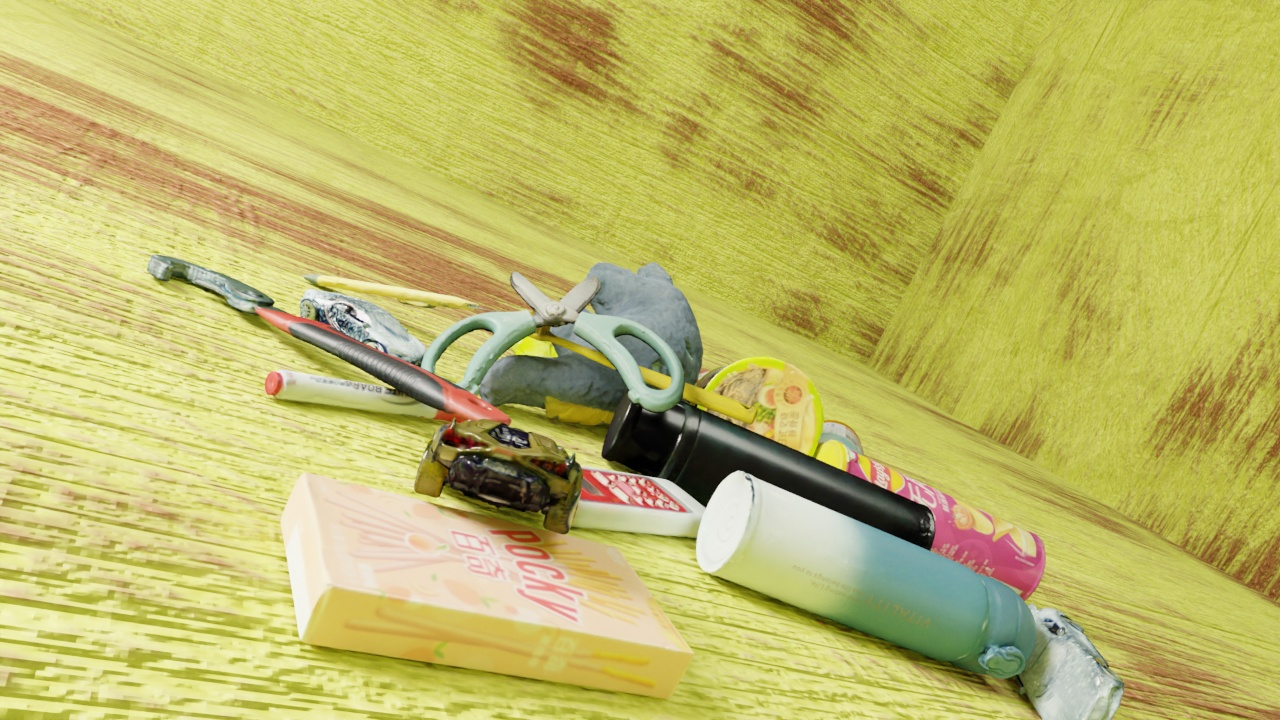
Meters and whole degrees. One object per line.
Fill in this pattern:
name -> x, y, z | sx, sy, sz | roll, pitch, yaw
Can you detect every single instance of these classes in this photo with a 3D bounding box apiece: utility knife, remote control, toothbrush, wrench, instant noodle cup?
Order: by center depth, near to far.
wrench -> -0.193, -0.014, 0.562 | 0.273, 0.016, 0.056 | 23, 5, 19
remote control -> -0.010, 0.086, 0.567 | 0.135, 0.020, 0.056 | 16, 12, -46
toothbrush -> -0.004, 0.004, 0.671 | 0.190, 0.017, 0.015 | 22, 31, 11
utility knife -> -0.176, -0.052, 0.737 | 0.205, 0.021, 0.031 | 5, 1, 14
instant noodle cup -> 0.095, 0.047, 0.833 | 0.111, 0.111, 0.123 | 25, 2, -8

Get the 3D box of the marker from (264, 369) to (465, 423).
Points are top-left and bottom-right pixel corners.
marker -> -0.152, 0.023, 0.541 | 0.017, 0.017, 0.145 | 33, 11, 37

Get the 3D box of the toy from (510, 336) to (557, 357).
toy -> -0.070, 0.002, 0.838 | 0.100, 0.031, 0.096 | 14, 24, -30

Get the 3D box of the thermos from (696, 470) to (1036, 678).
thermos -> 0.144, 0.137, 0.567 | 0.220, 0.070, 0.070 | 24, 9, -14

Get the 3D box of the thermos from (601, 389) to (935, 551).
thermos -> 0.094, 0.085, 0.683 | 0.242, 0.069, 0.089 | 25, 27, -7

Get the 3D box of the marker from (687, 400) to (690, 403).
marker -> 0.080, 0.058, 0.915 | 0.124, 0.018, 0.015 | 40, 14, 13

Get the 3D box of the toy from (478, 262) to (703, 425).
toy -> -0.011, -0.013, 0.798 | 0.138, 0.092, 0.355 | 35, 28, 3

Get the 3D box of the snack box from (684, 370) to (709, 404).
snack box -> 0.108, 0.059, 0.975 | 0.127, 0.044, 0.113 | 27, 8, 11

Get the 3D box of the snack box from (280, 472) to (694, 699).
snack box -> -0.061, 0.092, 0.371 | 0.157, 0.026, 0.084 | 20, 11, -31

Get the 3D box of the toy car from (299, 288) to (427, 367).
toy car -> -0.192, -0.022, 0.644 | 0.105, 0.031, 0.049 | 31, 11, 23

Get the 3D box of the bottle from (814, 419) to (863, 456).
bottle -> 0.186, 0.095, 0.906 | 0.068, 0.068, 0.189 | 28, 9, 11

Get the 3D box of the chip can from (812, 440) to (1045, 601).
chip can -> 0.240, 0.141, 0.788 | 0.210, 0.071, 0.071 | 24, 9, -12

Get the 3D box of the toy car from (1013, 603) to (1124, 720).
toy car -> 0.267, 0.199, 0.590 | 0.037, 0.054, 0.120 | 29, 10, 0

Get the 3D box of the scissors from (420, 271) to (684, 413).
scissors -> -0.056, -0.001, 0.641 | 0.170, 0.019, 0.170 | 31, 49, 21

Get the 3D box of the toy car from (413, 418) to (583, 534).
toy car -> -0.066, 0.052, 0.443 | 0.070, 0.042, 0.158 | 18, -10, -7
